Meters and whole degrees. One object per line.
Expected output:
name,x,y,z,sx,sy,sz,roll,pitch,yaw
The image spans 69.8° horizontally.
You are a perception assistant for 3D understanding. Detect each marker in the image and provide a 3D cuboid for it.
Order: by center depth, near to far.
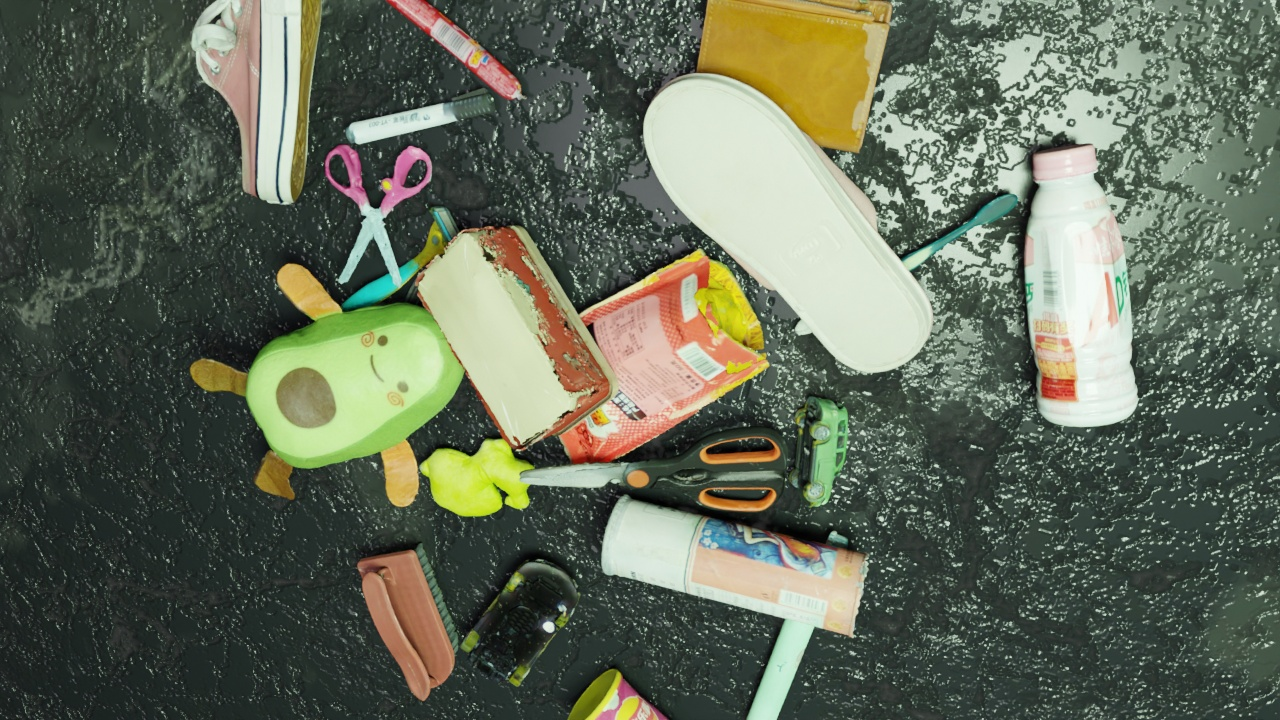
marker,-0.180,-0.198,0.748,0.131,0.018,0.022,-7,82,15

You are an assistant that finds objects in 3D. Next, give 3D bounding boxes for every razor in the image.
razor,-0.207,-0.078,0.789,0.133,0.028,0.043,-34,77,18

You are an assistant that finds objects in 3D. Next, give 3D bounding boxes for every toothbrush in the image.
toothbrush,0.200,-0.072,0.705,0.192,0.018,0.016,-33,99,23
toothbrush,0.139,0.247,0.824,0.027,0.026,0.225,25,113,23
toothbrush,-0.228,-0.001,0.829,0.015,0.018,0.181,30,111,1

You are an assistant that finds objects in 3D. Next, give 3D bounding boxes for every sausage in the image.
sausage,-0.151,-0.255,0.719,0.156,0.020,0.020,39,113,-3

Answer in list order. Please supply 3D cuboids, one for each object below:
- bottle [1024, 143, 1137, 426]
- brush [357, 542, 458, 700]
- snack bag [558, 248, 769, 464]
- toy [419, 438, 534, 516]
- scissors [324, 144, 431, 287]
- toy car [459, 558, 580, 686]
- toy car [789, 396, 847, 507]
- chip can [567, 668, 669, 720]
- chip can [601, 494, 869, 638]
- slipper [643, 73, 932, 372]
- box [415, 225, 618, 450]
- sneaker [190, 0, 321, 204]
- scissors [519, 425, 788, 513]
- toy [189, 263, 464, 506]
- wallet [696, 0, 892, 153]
bottle,0.313,-0.054,0.660,0.068,0.068,0.197,-8,103,15
brush,-0.223,0.254,0.887,0.063,0.069,0.146,-13,105,18
snack bag,-0.004,0.004,0.756,0.208,0.073,0.128,-31,93,29
toy,-0.149,0.111,0.840,0.096,0.031,0.100,44,112,-7
scissors,-0.229,-0.127,0.771,0.125,0.017,0.133,32,99,7
toy car,-0.113,0.249,0.874,0.070,0.042,0.158,36,114,-1
toy car,0.146,0.075,0.752,0.036,0.043,0.091,4,103,-12
chip can,0.030,0.391,0.876,0.210,0.071,0.072,43,112,-5
chip can,0.079,0.172,0.773,0.215,0.071,0.071,11,111,17
slipper,0.113,-0.104,0.686,0.274,0.054,0.114,45,125,-6
box,-0.103,-0.020,0.729,0.092,0.079,0.168,-37,81,33
sneaker,-0.304,-0.242,0.717,0.088,0.118,0.241,9,118,-12
scissors,0.011,0.081,0.770,0.235,0.021,0.137,15,122,-10
toy,-0.255,0.025,0.783,0.247,0.090,0.227,-23,101,9
wallet,0.107,-0.220,0.663,0.131,0.035,0.119,13,113,9
